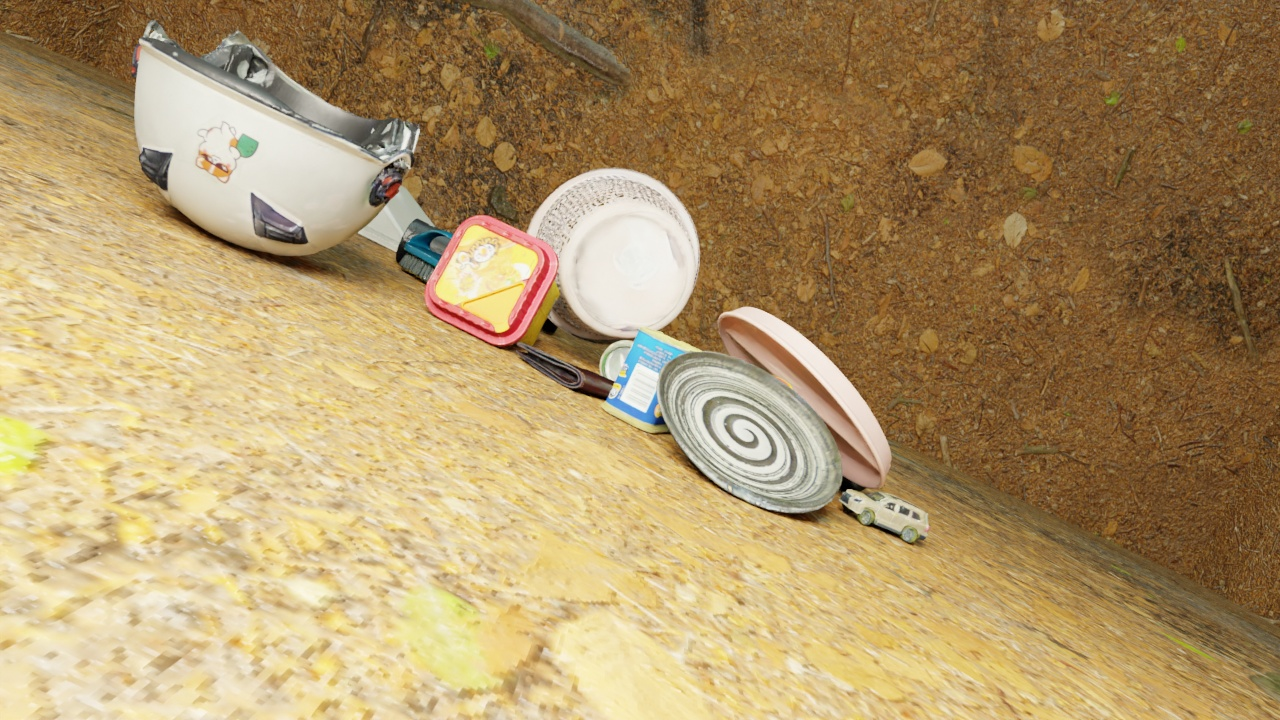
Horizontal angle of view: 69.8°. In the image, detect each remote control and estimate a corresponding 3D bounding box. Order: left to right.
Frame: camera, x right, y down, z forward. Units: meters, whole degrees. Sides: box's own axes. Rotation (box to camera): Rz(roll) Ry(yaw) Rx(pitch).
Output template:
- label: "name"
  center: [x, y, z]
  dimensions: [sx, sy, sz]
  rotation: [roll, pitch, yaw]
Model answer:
- label: "remote control"
  center: [0.239, 0.137, 1.076]
  dimensions: [0.053, 0.024, 0.136]
  rotation: [30, 7, 24]

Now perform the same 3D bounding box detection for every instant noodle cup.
- label: "instant noodle cup"
  center: [-0.144, -0.073, 0.958]
  dimensions: [0.116, 0.116, 0.123]
  rotation: [26, -7, 12]

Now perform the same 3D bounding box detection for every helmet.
- label: "helmet"
  center: [-0.323, -0.172, 0.793]
  dimensions: [0.230, 0.157, 0.273]
  rotation: [25, 15, -12]

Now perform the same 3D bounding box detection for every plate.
- label: "plate"
  center: [0.089, 0.062, 0.775]
  dimensions: [0.179, 0.024, 0.179]
  rotation: [21, 34, -15]
- label: "plate"
  center: [0.163, 0.034, 0.910]
  dimensions: [0.229, 0.028, 0.230]
  rotation: [48, -8, 9]

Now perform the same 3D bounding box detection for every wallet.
- label: "wallet"
  center: [-0.056, 0.017, 0.920]
  dimensions: [0.096, 0.020, 0.122]
  rotation: [28, 3, 36]

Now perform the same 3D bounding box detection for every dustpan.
- label: "dustpan"
  center: [-0.442, -0.211, 1.541]
  dimensions: [0.257, 0.143, 0.222]
  rotation: [55, 10, 8]

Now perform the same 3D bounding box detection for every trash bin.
- label: "trash bin"
  center: [-0.024, -0.115, 1.091]
  dimensions: [0.227, 0.227, 0.192]
  rotation: [24, 7, -12]

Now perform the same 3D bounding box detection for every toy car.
- label: "toy car"
  center: [0.236, 0.147, 0.889]
  dimensions: [0.090, 0.035, 0.042]
  rotation: [21, 3, -15]

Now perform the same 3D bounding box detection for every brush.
- label: "brush"
  center: [-0.255, -0.129, 1.180]
  dimensions: [0.144, 0.073, 0.055]
  rotation: [29, 11, 41]

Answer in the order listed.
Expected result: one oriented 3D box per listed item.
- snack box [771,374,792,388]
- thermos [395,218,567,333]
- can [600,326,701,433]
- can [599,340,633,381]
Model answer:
- label: "snack box"
  center: [0.092, 0.052, 0.873]
  dimensions: [0.080, 0.091, 0.082]
  rotation: [17, 6, -18]
- label: "thermos"
  center: [-0.221, -0.111, 1.297]
  dimensions: [0.242, 0.068, 0.090]
  rotation: [27, -24, -3]
- label: "can"
  center: [0.015, 0.019, 0.858]
  dimensions: [0.057, 0.083, 0.102]
  rotation: [27, 5, 18]
- label: "can"
  center: [-0.006, 0.006, 1.053]
  dimensions: [0.058, 0.058, 0.147]
  rotation: [26, 4, 8]
